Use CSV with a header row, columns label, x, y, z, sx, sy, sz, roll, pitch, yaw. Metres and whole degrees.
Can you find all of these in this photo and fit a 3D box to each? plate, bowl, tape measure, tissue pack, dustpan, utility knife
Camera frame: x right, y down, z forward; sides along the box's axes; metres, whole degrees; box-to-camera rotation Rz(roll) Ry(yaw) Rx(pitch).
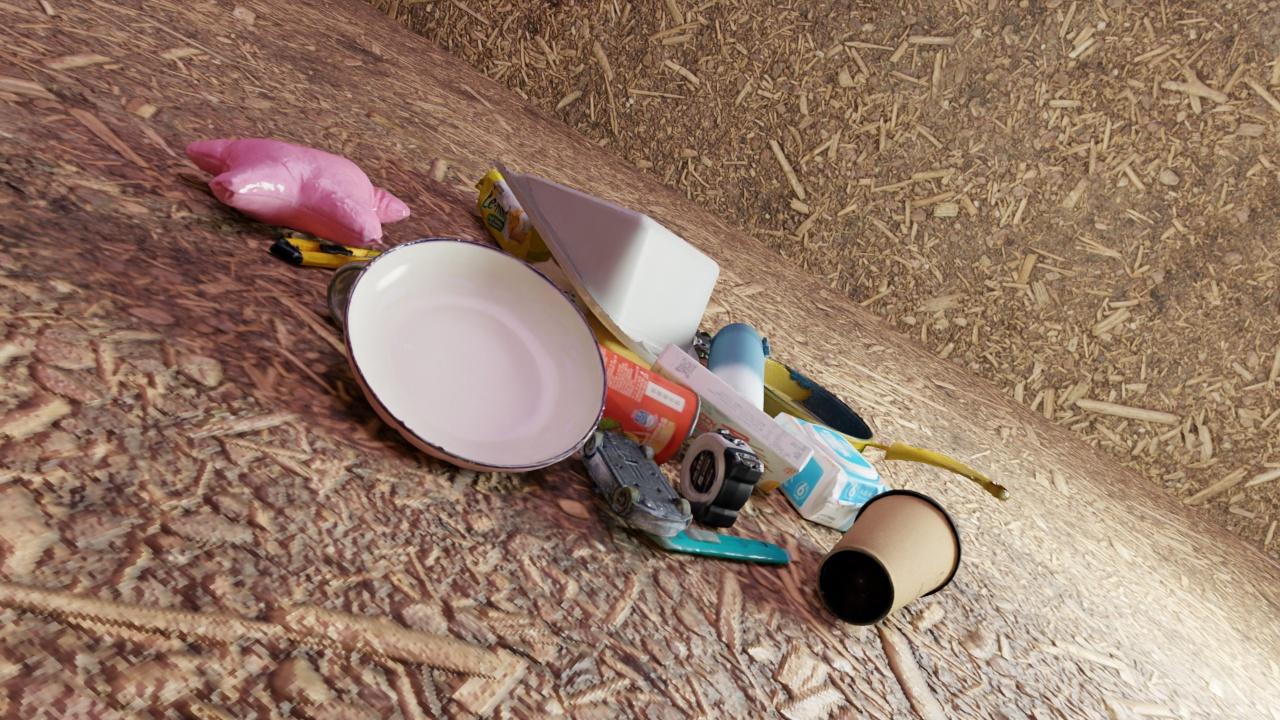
label,x,y,z,sx,sy,sz,roll,pitch,yaw
plate,-0.116,-0.001,0.643,0.192,0.039,0.192,20,46,-23
bowl,-0.085,-0.071,0.978,0.113,0.062,0.113,29,14,-8
tape measure,0.062,0.090,0.730,0.033,0.066,0.066,18,21,-30
tissue pack,0.181,0.110,0.892,0.090,0.063,0.140,21,18,-30
dustpan,-0.032,-0.085,0.994,0.258,0.142,0.222,23,-1,36
utility knife,0.063,0.137,0.686,0.160,0.013,0.029,17,20,-40
utility knife,-0.256,-0.093,0.816,0.033,0.015,0.173,39,17,20

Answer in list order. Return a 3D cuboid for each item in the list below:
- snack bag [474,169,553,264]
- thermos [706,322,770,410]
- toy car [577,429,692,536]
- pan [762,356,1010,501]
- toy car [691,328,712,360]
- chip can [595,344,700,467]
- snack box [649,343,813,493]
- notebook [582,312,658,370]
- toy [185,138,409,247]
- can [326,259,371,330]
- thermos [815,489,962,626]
label,x,y,z,sx,sy,sz,roll,pitch,yaw
snack bag,-0.115,-0.154,1.169,0.158,0.068,0.246,21,18,-32
thermos,0.100,0.020,0.967,0.070,0.070,0.220,29,24,-4
toy car,-0.007,0.089,0.660,0.054,0.037,0.120,18,16,-31
pan,0.261,0.083,1.094,0.357,0.078,0.197,36,17,18
toy car,0.035,-0.041,1.136,0.158,0.042,0.070,36,16,22
chip can,-0.058,0.011,0.749,0.216,0.073,0.073,26,16,-13
snack box,0.073,0.054,0.823,0.157,0.026,0.085,38,-24,4
notebook,-0.005,0.005,0.921,0.146,0.010,0.206,52,23,23
toy,-0.294,-0.146,0.802,0.178,0.075,0.194,31,18,23
can,-0.188,-0.055,0.742,0.058,0.058,0.147,33,16,10
thermos,0.198,0.160,0.736,0.093,0.093,0.143,37,25,24
